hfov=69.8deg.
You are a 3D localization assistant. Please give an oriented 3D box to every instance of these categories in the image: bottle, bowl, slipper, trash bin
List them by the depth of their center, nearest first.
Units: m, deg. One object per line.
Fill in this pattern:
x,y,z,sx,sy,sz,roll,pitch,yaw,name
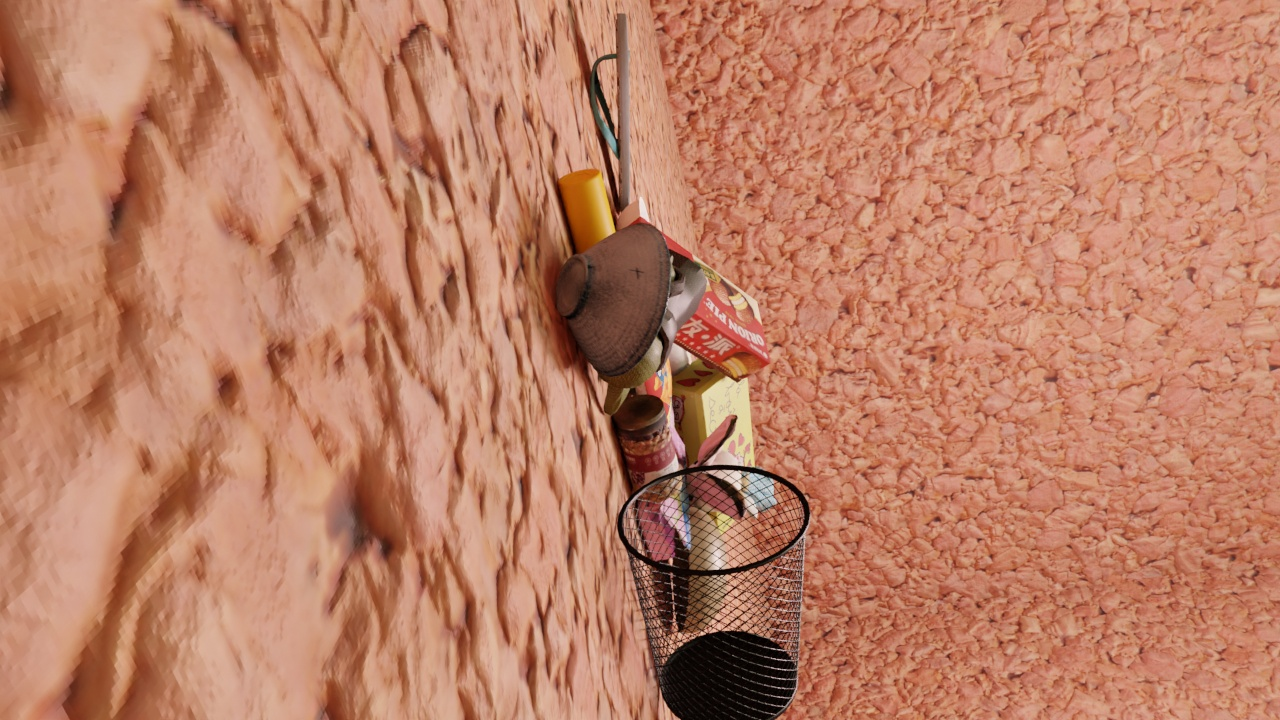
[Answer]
-0.036,-0.058,0.782,0.137,0.057,0.137,-29,-125,51,bowl
-0.044,-0.115,0.914,0.043,0.043,0.144,-85,163,-61,bottle
0.081,0.242,0.922,0.183,0.184,0.210,-82,166,-66,trash bin
0.008,0.095,0.980,0.056,0.056,0.105,-86,164,-59,bottle
0.073,0.253,1.113,0.152,0.050,0.152,180,-88,-85,bowl
-0.009,-0.160,1.225,0.110,0.040,0.110,-9,89,-82,bowl
-0.039,-0.328,1.238,0.098,0.055,0.269,-91,179,-61,slipper
0.036,-0.013,1.291,0.113,0.063,0.113,-9,89,-83,bowl

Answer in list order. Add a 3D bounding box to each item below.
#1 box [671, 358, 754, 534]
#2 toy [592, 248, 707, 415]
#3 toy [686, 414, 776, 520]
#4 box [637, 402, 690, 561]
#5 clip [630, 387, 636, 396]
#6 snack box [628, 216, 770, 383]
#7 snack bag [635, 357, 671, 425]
0.096,0.114,1.265,0.124,0.081,0.221,-32,125,-49,box
0.003,-0.040,0.885,0.152,0.078,0.180,-57,171,-38,toy
0.107,0.152,1.170,0.205,0.106,0.131,37,48,-63,toy
0.029,0.126,1.098,0.229,0.053,0.085,-89,167,-52,box
-0.004,0.013,1.120,0.059,0.023,0.076,53,26,-70,clip
0.064,-0.072,1.158,0.236,0.060,0.113,30,38,-36,snack box
0.013,0.011,1.042,0.130,0.039,0.144,-89,168,-49,snack bag
